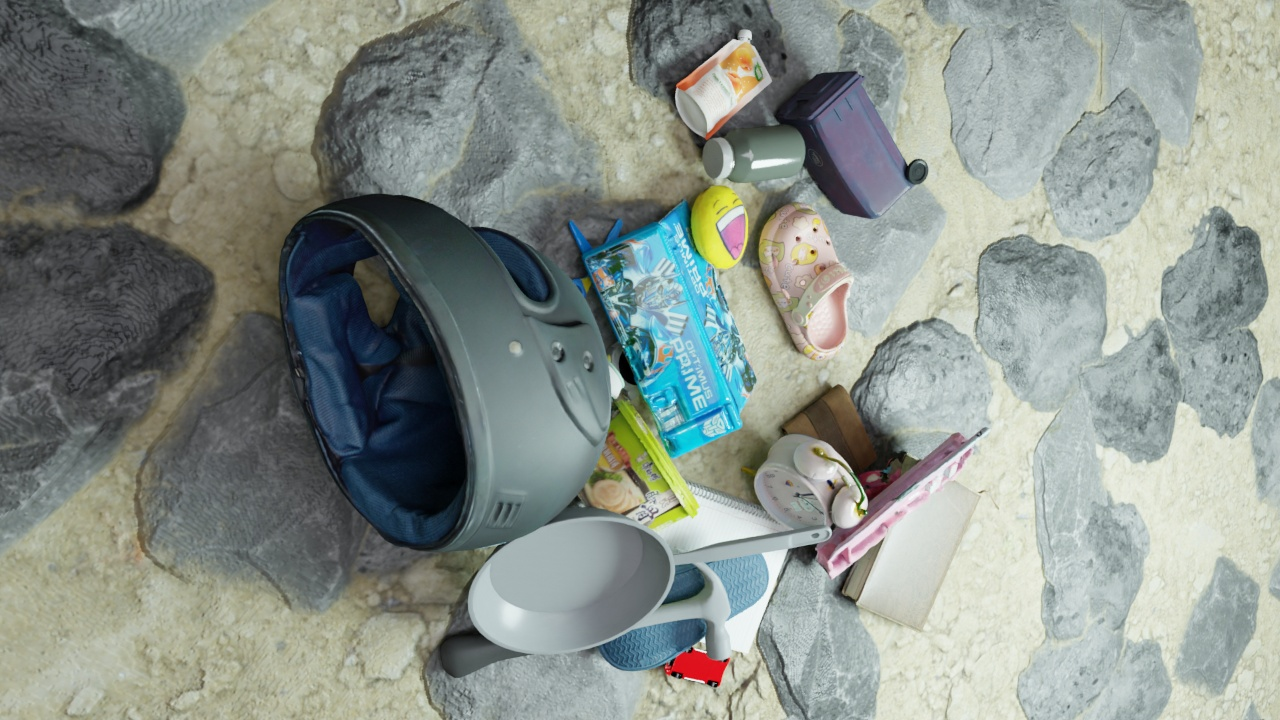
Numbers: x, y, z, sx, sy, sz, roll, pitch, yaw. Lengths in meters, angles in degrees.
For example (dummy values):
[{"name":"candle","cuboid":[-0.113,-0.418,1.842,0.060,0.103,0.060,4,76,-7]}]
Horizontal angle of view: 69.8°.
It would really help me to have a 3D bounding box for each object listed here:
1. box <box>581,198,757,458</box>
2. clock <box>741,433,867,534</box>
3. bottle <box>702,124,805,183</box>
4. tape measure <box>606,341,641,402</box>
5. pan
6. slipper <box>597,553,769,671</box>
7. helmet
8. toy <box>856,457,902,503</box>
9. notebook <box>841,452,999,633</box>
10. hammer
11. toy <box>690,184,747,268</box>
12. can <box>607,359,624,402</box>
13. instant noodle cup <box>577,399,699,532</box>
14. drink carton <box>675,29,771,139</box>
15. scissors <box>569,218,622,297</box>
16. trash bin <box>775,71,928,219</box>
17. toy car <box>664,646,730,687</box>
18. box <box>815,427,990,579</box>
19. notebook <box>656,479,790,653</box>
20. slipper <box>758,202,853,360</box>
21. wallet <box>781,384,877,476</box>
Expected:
[{"name":"box","cuboid":[0.053,-0.036,0.990,0.169,0.071,0.243,-34,111,-29]},{"name":"clock","cuboid":[0.198,0.144,1.055,0.058,0.158,0.117,-41,99,-32]},{"name":"bottle","cuboid":[0.126,-0.229,1.021,0.108,0.060,0.060,-12,103,-26]},{"name":"tape measure","cuboid":[-0.006,0.006,1.008,0.064,0.017,0.065,-33,111,-21]},{"name":"pan","cuboid":[0.009,0.196,0.896,0.356,0.050,0.201,-14,131,-6]},{"name":"slipper","cuboid":[0.044,0.269,1.040,0.213,0.059,0.104,-26,100,-8]},{"name":"helmet","cuboid":[-0.152,0.000,0.807,0.235,0.250,0.316,-32,109,-52]},{"name":"toy","cuboid":[0.288,0.167,1.171,0.065,0.050,0.103,-13,137,-50]},{"name":"notebook","cuboid":[0.385,0.253,1.242,0.190,0.034,0.215,29,83,-28]},{"name":"hammer","cuboid":[-0.055,0.281,0.975,0.310,0.029,0.125,-8,95,-11]},{"name":"toy","cuboid":[0.088,-0.147,1.015,0.095,0.041,0.094,-38,117,-46]},{"name":"can","cuboid":[-0.068,0.042,0.959,0.101,0.053,0.053,-39,113,-18]},{"name":"instant noodle cup","cuboid":[-0.016,0.123,0.952,0.098,0.146,0.146,-34,112,-3]},{"name":"drink carton","cuboid":[0.094,-0.306,1.011,0.122,0.039,0.069,-44,115,-23]},{"name":"scissors","cuboid":[-0.040,-0.092,0.978,0.127,0.015,0.125,27,86,-32]},{"name":"trash bin","cuboid":[0.241,-0.252,1.061,0.092,0.094,0.161,-43,116,-6]},{"name":"toy car","cuboid":[0.068,0.362,1.094,0.089,0.025,0.038,24,86,-28]},{"name":"box","cuboid":[0.309,0.165,1.104,0.232,0.039,0.179,-36,157,-8]},{"name":"notebook","cuboid":[0.066,0.239,1.083,0.245,0.013,0.178,23,88,-29]},{"name":"slipper","cuboid":[0.205,-0.087,1.073,0.093,0.081,0.197,-28,111,-21]},{"name":"wallet","cuboid":[0.238,0.104,1.149,0.098,0.027,0.121,-36,113,-16]}]
